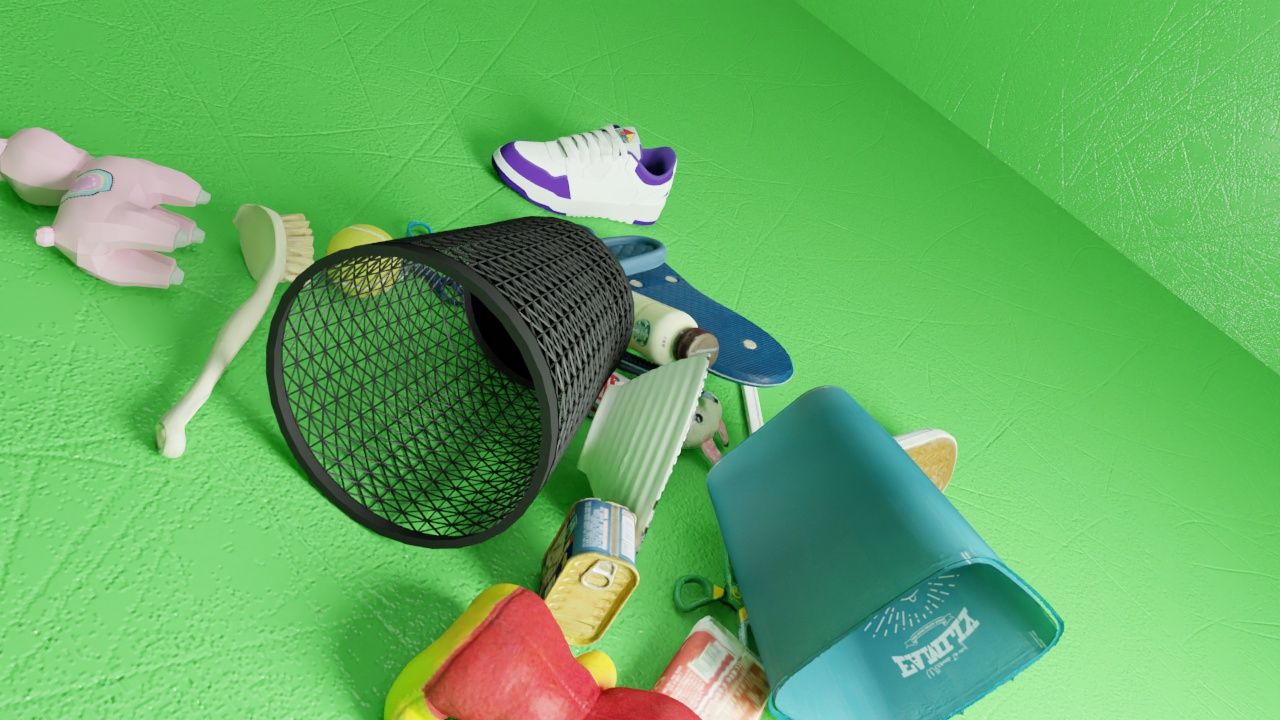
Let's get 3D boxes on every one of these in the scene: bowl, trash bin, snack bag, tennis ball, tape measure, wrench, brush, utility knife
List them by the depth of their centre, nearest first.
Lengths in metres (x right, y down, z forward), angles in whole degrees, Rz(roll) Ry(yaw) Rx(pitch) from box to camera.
[{"bbox_3d":[0.049,0.250,0.674,0.077,0.036,0.115,40,34,8],"label":"snack bag"},{"bbox_3d":[-0.314,-0.031,0.713,0.077,0.062,0.271,17,41,-16],"label":"brush"},{"bbox_3d":[-0.120,-0.010,0.718,0.217,0.217,0.242,37,27,4],"label":"trash bin"},{"bbox_3d":[0.176,0.158,0.744,0.199,0.197,0.218,39,18,-38],"label":"trash bin"},{"bbox_3d":[-0.006,0.066,0.745,0.071,0.178,0.176,21,34,2],"label":"bowl"},{"bbox_3d":[-0.248,-0.089,0.821,0.065,0.065,0.065,22,36,-17],"label":"tennis ball"},{"bbox_3d":[-0.038,0.032,0.887,0.062,0.020,0.060,26,35,-13],"label":"tape measure"},{"bbox_3d":[-0.005,0.005,0.906,0.174,0.020,0.028,22,21,14],"label":"utility knife"},{"bbox_3d":[0.123,0.066,0.990,0.047,0.009,0.272,21,36,-18],"label":"wrench"}]

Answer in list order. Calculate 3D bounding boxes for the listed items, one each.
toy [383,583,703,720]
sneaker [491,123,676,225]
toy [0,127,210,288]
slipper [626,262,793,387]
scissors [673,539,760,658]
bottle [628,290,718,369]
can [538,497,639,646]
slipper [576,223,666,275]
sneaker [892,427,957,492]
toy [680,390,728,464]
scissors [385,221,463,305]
[{"bbox_3d":[-0.042,0.235,0.569,0.216,0.099,0.147,35,43,10],"label":"toy"},{"bbox_3d":[-0.056,-0.243,1.132,0.243,0.111,0.091,6,43,-35],"label":"sneaker"},{"bbox_3d":[-0.427,-0.123,0.716,0.157,0.067,0.123,17,38,-17],"label":"toy"},{"bbox_3d":[0.040,-0.042,1.016,0.118,0.060,0.295,-11,40,-40],"label":"slipper"},{"bbox_3d":[0.082,0.206,0.779,0.125,0.011,0.127,-3,50,-43],"label":"scissors"},{"bbox_3d":[0.011,-0.032,0.916,0.056,0.056,0.162,0,18,-39],"label":"bottle"},{"bbox_3d":[-0.039,0.153,0.665,0.054,0.100,0.058,20,35,-14],"label":"can"},{"bbox_3d":[-0.067,-0.119,0.985,0.213,0.059,0.104,-12,27,-34],"label":"slipper"},{"bbox_3d":[0.264,0.110,0.999,0.235,0.087,0.079,0,14,-45],"label":"sneaker"},{"bbox_3d":[0.047,0.055,0.910,0.112,0.050,0.087,44,35,6],"label":"toy"},{"bbox_3d":[-0.218,-0.096,0.903,0.133,0.014,0.127,32,34,-4],"label":"scissors"}]
